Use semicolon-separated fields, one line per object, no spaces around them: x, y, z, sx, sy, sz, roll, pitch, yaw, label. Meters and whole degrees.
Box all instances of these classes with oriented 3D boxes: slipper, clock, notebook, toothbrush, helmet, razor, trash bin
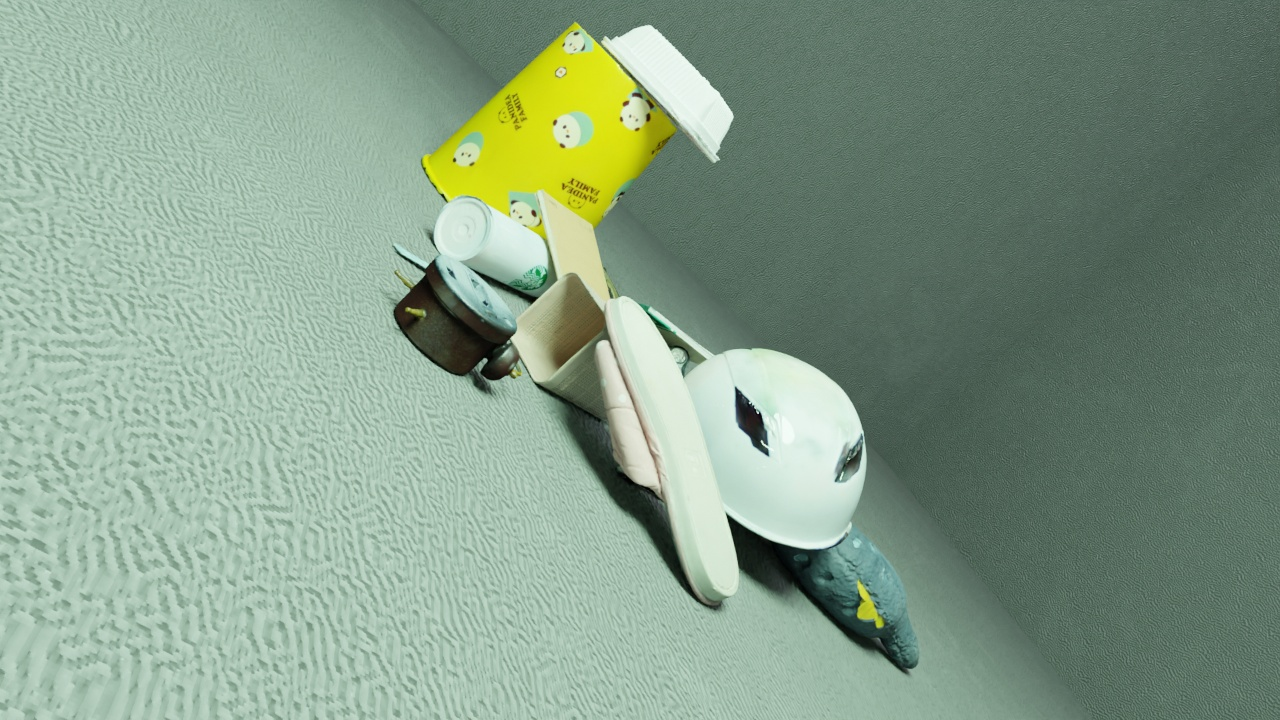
0.015;0.075;0.783;0.114;0.054;0.274;11;58;-66;slipper
-0.132;-0.027;0.703;0.122;0.055;0.082;39;12;-40;clock
0.014;-0.045;1.260;0.150;0.012;0.209;37;-8;-29;notebook
-0.062;-0.076;1.044;0.149;0.012;0.211;19;56;-70;notebook
0.035;0.133;0.872;0.181;0.018;0.015;38;10;-44;toothbrush
0.139;0.071;0.958;0.229;0.146;0.258;20;14;-12;helmet
0.039;0.009;1.246;0.062;0.067;0.167;47;4;3;razor
-0.107;-0.268;1.167;0.229;0.255;0.229;44;11;-11;trash bin

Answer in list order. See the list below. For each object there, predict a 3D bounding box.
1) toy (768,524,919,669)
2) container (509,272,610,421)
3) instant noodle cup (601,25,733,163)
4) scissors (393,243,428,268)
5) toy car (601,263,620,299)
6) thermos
0.226;0.243;1.047;0.356;0.091;0.138;45;-17;-13;toy
-0.049;-0.008;0.878;0.111;0.090;0.090;40;12;-48;container
0.042;-0.330;1.109;0.173;0.060;0.138;48;10;17;instant noodle cup
-0.172;-0.073;0.839;0.135;0.017;0.064;34;15;-35;scissors
-0.045;-0.071;1.174;0.070;0.042;0.158;48;21;-70;toy car
-0.132;-0.109;0.993;0.073;0.073;0.224;50;11;21;thermos
